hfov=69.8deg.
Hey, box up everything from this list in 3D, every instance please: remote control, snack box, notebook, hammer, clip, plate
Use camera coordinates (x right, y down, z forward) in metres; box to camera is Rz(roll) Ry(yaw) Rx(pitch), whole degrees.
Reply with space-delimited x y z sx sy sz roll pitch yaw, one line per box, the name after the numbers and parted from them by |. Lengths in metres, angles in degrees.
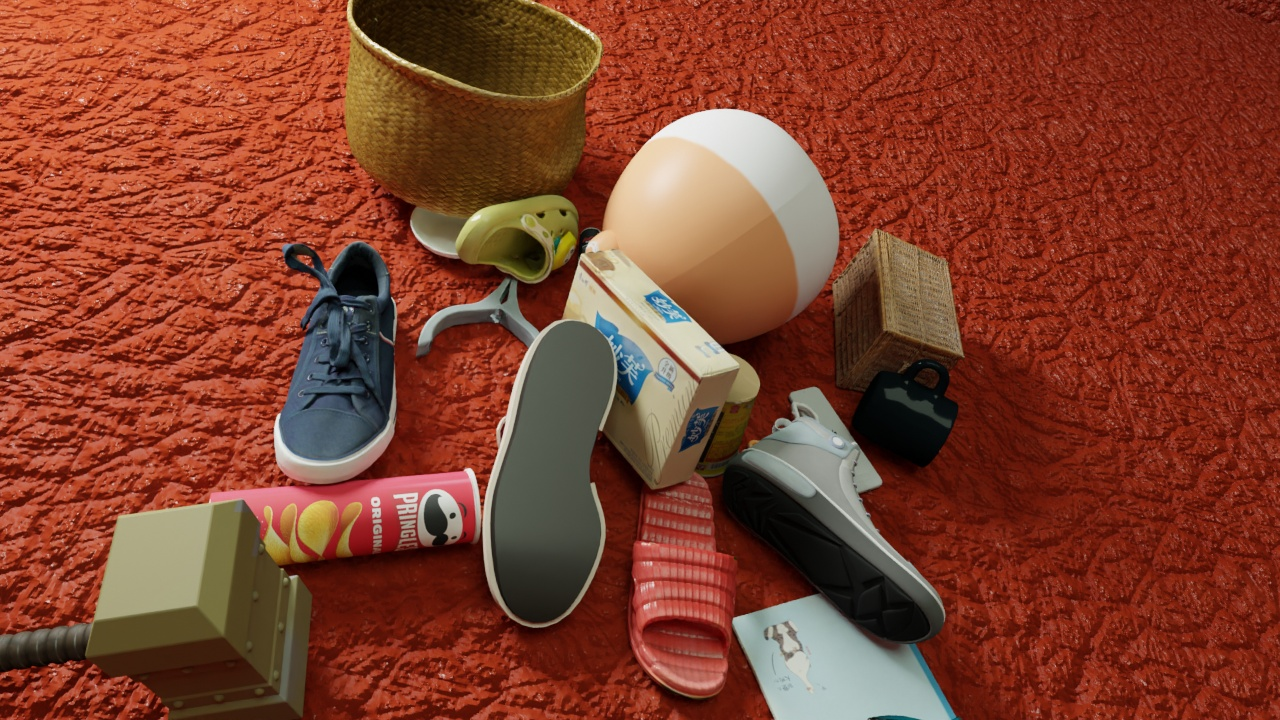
0.225 0.091 1.066 0.045 0.008 0.146 -12 55 -27 | remote control
-0.006 0.005 0.938 0.055 0.154 0.207 -13 47 -38 | snack box
0.211 0.332 0.847 0.180 0.009 0.253 -8 53 -26 | notebook
-0.424 0.203 0.650 0.325 0.191 0.100 -8 51 -4 | hammer
-0.148 -0.018 1.019 0.164 0.031 0.168 38 49 12 | clip
-0.227 -0.155 1.111 0.104 0.026 0.104 11 47 -12 | plate

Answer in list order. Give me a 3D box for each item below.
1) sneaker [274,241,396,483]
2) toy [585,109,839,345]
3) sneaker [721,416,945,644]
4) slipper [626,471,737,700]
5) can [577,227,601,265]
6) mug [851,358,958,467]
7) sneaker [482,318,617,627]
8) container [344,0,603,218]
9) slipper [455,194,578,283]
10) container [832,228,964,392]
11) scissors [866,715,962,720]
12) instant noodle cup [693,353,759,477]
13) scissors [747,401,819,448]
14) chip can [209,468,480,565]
-0.288 -0.017 0.873 0.120 0.127 0.294 5 41 -11 | sneaker
0.079 -0.141 1.058 0.280 0.266 0.263 -39 102 -22 | toy
0.218 0.159 0.938 0.257 0.093 0.160 37 46 21 | sneaker
0.041 0.194 0.875 0.103 0.059 0.248 9 46 -12 | slipper
-0.062 -0.128 1.142 0.031 0.032 0.080 10 48 -12 | can
0.310 0.051 1.055 0.094 0.122 0.085 27 30 6 | mug
-0.100 0.110 0.887 0.111 0.117 0.293 13 66 -20 | sneaker
-0.212 -0.315 1.121 0.307 0.197 0.306 12 38 -10 | container
-0.127 -0.137 1.060 0.081 0.092 0.190 46 31 18 | slipper
0.320 -0.052 1.155 0.112 0.114 0.198 19 48 -10 | container
0.269 0.352 0.830 0.151 0.019 0.118 29 46 4 | scissors
0.077 0.052 0.976 0.100 0.113 0.100 10 46 -11 | instant noodle cup
0.182 0.097 1.037 0.125 0.011 0.130 11 54 -6 | scissors
-0.257 0.140 0.808 0.220 0.069 0.069 -3 51 -21 | chip can
